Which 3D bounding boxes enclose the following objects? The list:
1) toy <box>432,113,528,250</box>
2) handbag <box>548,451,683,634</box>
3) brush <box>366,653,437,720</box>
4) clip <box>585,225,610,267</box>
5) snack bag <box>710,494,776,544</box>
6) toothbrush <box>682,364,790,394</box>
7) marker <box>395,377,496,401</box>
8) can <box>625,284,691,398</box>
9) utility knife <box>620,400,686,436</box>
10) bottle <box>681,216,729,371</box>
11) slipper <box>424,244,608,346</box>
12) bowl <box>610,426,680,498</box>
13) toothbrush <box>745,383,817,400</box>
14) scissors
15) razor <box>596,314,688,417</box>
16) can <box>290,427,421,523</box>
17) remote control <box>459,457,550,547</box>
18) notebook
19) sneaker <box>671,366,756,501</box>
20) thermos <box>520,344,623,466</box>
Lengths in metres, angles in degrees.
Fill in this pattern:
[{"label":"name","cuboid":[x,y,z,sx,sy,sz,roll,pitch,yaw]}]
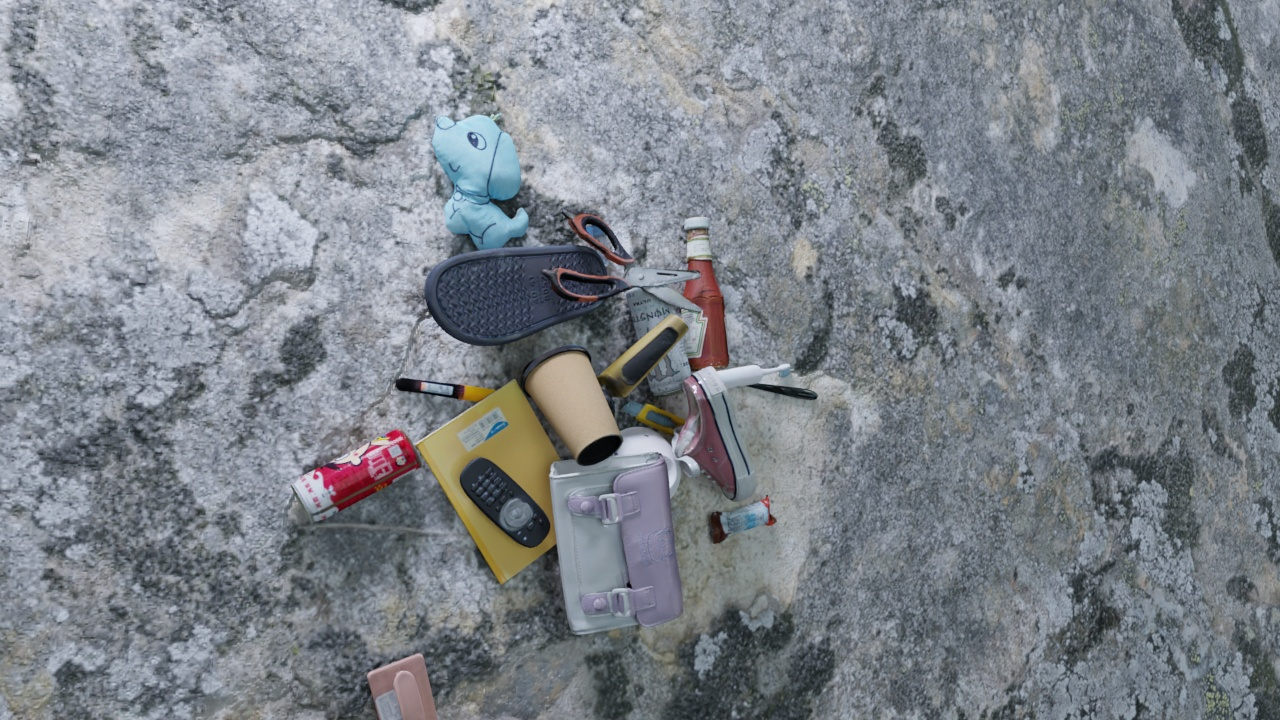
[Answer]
[{"label":"toy","cuboid":[-0.192,-0.222,1.111,0.161,0.050,0.156,33,75,-26]},{"label":"handbag","cuboid":[-0.028,0.217,1.105,0.145,0.098,0.197,-8,98,-6]},{"label":"brush","cuboid":[-0.256,0.407,1.022,0.063,0.073,0.145,-15,95,-28]},{"label":"clip","cuboid":[-0.053,-0.148,1.191,0.027,0.044,0.058,-14,102,-33]},{"label":"snack bag","cuboid":[0.142,0.218,1.259,0.105,0.026,0.045,-12,101,-26]},{"label":"toothbrush","cuboid":[0.138,0.022,1.242,0.220,0.027,0.026,-8,105,-46]},{"label":"marker","cuboid":[-0.230,0.036,1.093,0.123,0.015,0.018,9,87,-25]},{"label":"can","cuboid":[0.026,-0.028,1.200,0.058,0.058,0.146,-16,94,-27]},{"label":"utility knife","cuboid":[0.050,0.092,1.228,0.177,0.015,0.033,25,77,-23]},{"label":"bottle","cuboid":[0.084,-0.089,1.235,0.059,0.060,0.206,-3,87,-27]},{"label":"slipper","cuboid":[-0.154,-0.080,1.111,0.267,0.083,0.110,-16,98,-45]},{"label":"bowl","cuboid":[0.009,0.144,1.177,0.118,0.065,0.118,2,86,-26]},{"label":"toothbrush","cuboid":[0.180,0.038,1.297,0.181,0.018,0.015,11,79,-27]},{"label":"scissors","cuboid":[-0.022,-0.112,1.143,0.224,0.015,0.188,49,56,-5]},{"label":"razor","cuboid":[-0.007,0.007,1.152,0.167,0.067,0.062,-43,103,8]},{"label":"can","cuboid":[-0.315,0.128,1.022,0.132,0.053,0.053,-28,99,-25]},{"label":"remote control","cuboid":[-0.162,0.169,1.091,0.053,0.024,0.136,-49,113,-19]},{"label":"notebook","cuboid":[-0.160,0.147,1.113,0.145,0.010,0.206,-35,107,-24]},{"label":"sneaker","cuboid":[0.082,0.107,1.161,0.088,0.118,0.241,-26,137,-5]},{"label":"thermos","cuboid":[-0.080,0.051,1.092,0.092,0.093,0.143,-16,59,-27]}]
